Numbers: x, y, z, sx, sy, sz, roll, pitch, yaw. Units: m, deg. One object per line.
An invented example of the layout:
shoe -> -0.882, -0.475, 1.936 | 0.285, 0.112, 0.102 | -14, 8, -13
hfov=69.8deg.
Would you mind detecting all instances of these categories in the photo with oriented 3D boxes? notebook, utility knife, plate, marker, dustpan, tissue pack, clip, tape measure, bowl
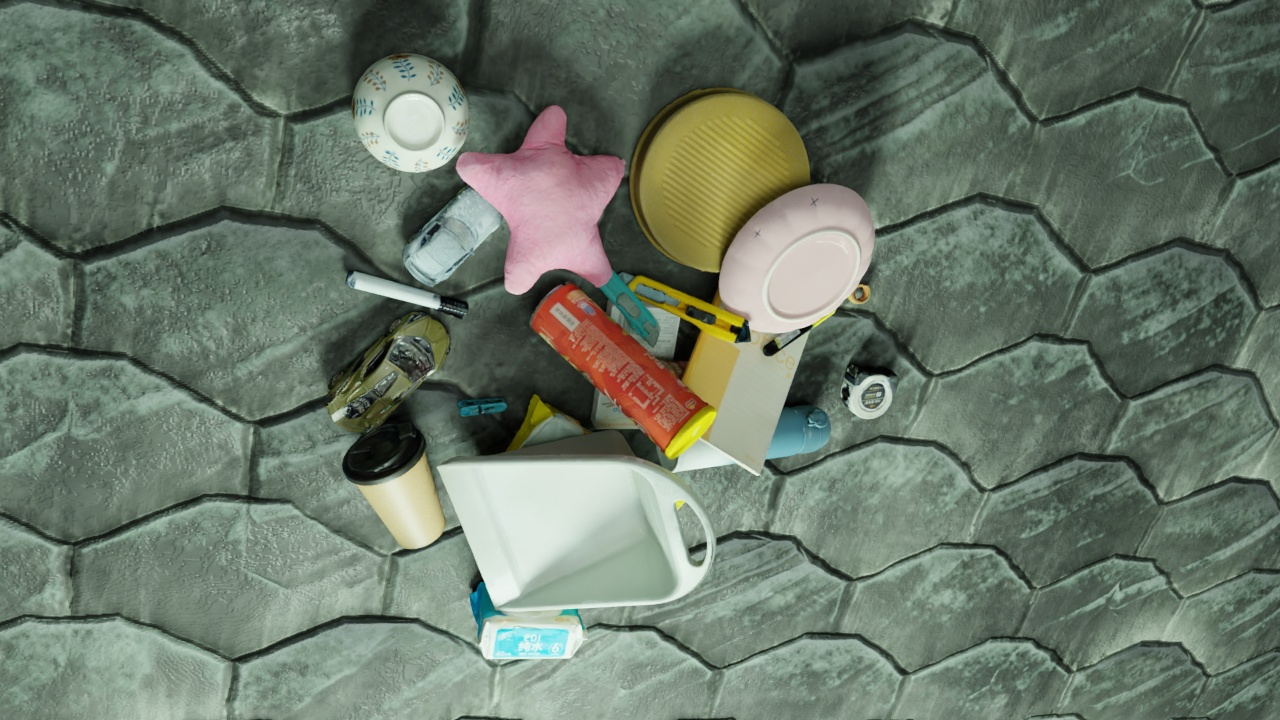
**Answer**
notebook -> 0.120, 0.009, 1.064 | 0.146, 0.010, 0.206 | 33, 68, -26
utility knife -> -0.030, -0.079, 1.018 | 0.029, 0.013, 0.160 | -45, 102, -12
plate -> 0.181, -0.102, 1.012 | 0.192, 0.039, 0.193 | -15, 135, -16
utility knife -> 0.045, -0.059, 1.024 | 0.173, 0.015, 0.033 | 23, 111, 7
marker -> -0.247, -0.069, 0.975 | 0.130, 0.018, 0.022 | 14, 90, -23
dustpan -> -0.060, 0.192, 1.006 | 0.257, 0.142, 0.223 | -19, 117, -8
marker -> 0.190, -0.037, 1.097 | 0.123, 0.018, 0.015 | -33, 156, -27
tissue pack -> -0.141, 0.320, 1.145 | 0.140, 0.090, 0.063 | 6, 112, -19
clip -> -0.181, 0.053, 1.049 | 0.057, 0.046, 0.014 | -7, 113, -18
tape measure -> 0.291, 0.040, 1.179 | 0.065, 0.033, 0.066 | 8, 109, -18
bowl -> -0.219, -0.233, 0.884 | 0.113, 0.062, 0.114 | -6, 117, -13

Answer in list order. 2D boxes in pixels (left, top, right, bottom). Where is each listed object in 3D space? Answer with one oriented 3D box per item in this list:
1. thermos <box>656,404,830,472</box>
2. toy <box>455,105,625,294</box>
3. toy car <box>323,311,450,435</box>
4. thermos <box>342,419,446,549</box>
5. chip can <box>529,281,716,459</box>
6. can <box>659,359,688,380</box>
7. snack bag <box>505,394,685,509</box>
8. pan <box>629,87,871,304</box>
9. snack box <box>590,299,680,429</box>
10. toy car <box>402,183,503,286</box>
thermos -> 0.130, 0.092, 1.123 | 0.220, 0.070, 0.070 | -5, 115, -23
toy -> -0.082, -0.159, 0.950 | 0.178, 0.075, 0.195 | -31, 116, -19
toy car -> -0.273, 0.013, 0.994 | 0.158, 0.042, 0.070 | -45, 119, 3
thermos -> -0.269, 0.141, 1.029 | 0.093, 0.093, 0.143 | -20, 125, -7
chip can -> -0.021, 0.009, 0.977 | 0.216, 0.073, 0.073 | 42, 99, 14
can -> 0.079, 0.030, 1.078 | 0.147, 0.058, 0.058 | 3, 114, -35
snack bag -> -0.076, 0.158, 1.103 | 0.246, 0.068, 0.158 | 35, 101, -27
pan -> 0.147, -0.157, 1.038 | 0.357, 0.078, 0.198 | 33, 98, -20
snack box -> -0.006, 0.006, 1.077 | 0.084, 0.027, 0.157 | 2, 113, -18
toy car -> -0.194, -0.131, 0.954 | 0.120, 0.037, 0.054 | -45, 118, 3
